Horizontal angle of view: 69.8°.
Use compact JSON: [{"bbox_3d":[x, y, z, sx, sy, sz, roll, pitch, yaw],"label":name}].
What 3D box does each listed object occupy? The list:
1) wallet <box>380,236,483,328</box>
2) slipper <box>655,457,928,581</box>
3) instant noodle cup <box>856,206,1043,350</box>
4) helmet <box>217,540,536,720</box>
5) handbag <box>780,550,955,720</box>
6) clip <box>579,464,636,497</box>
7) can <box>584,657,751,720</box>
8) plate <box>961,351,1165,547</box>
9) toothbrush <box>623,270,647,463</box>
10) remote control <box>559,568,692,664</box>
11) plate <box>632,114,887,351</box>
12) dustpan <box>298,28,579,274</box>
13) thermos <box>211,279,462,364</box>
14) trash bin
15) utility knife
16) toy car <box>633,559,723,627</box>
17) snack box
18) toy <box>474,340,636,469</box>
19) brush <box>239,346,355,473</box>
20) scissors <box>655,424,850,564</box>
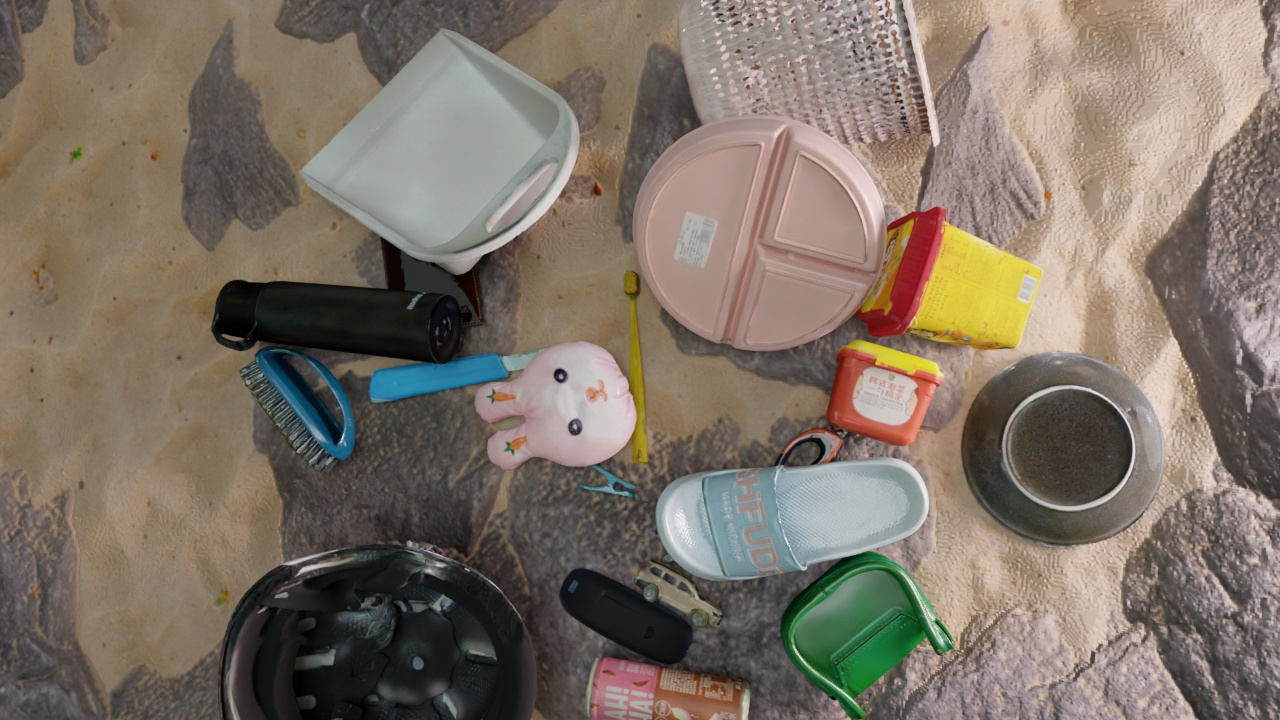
[{"bbox_3d":[-0.214,-0.088,0.936,0.096,0.020,0.122,-10,86,7],"label":"wallet"},{"bbox_3d":[0.136,0.141,0.823,0.245,0.074,0.104,-10,86,6],"label":"slipper"},{"bbox_3d":[0.277,-0.064,0.823,0.123,0.116,0.116,18,88,-3],"label":"instant noodle cup"},{"bbox_3d":[-0.228,0.278,0.837,0.274,0.157,0.230,0,83,-3],"label":"helmet"},{"bbox_3d":[0.198,0.243,0.823,0.131,0.068,0.120,-42,82,3],"label":"handbag"},{"bbox_3d":[-0.031,0.120,0.894,0.055,0.013,0.038,19,88,11],"label":"clip"},{"bbox_3d":[0.026,0.313,0.846,0.147,0.058,0.058,7,86,9],"label":"can"},{"bbox_3d":[0.385,0.080,0.834,0.179,0.024,0.179,-1,84,8],"label":"plate"},{"bbox_3d":[-0.005,0.005,0.898,0.016,0.016,0.190,-3,85,8],"label":"toothbrush"},{"bbox_3d":[-0.016,0.245,0.875,0.136,0.024,0.053,25,88,9],"label":"remote control"},{"bbox_3d":[0.102,-0.103,0.821,0.230,0.028,0.230,8,124,11],"label":"plate"},{"bbox_3d":[-0.180,-0.200,0.867,0.258,0.143,0.222,40,82,6],"label":"dustpan"},{"bbox_3d":[-0.303,-0.033,0.900,0.243,0.068,0.089,5,46,16],"label":"thermos"},{"bbox_3d":[0.146,-0.277,0.817,0.192,0.227,0.227,-13,83,19],"label":"trash bin"},{"bbox_3d":[-0.169,0.011,0.920,0.216,0.018,0.034,-9,95,7],"label":"utility knife"},{"bbox_3d":[0.038,0.220,0.861,0.090,0.042,0.035,29,88,9],"label":"toy car"},{"bbox_3d":[0.217,0.031,0.831,0.091,0.082,0.080,18,86,7],"label":"snack box"},{"bbox_3d":[-0.084,0.050,0.890,0.160,0.054,0.121,-19,85,13],"label":"toy"},{"bbox_3d":[-0.336,0.040,0.922,0.073,0.055,0.144,-42,81,3],"label":"brush"},{"bbox_3d":[0.118,0.130,0.872,0.202,0.015,0.204,19,89,9],"label":"scissors"}]
